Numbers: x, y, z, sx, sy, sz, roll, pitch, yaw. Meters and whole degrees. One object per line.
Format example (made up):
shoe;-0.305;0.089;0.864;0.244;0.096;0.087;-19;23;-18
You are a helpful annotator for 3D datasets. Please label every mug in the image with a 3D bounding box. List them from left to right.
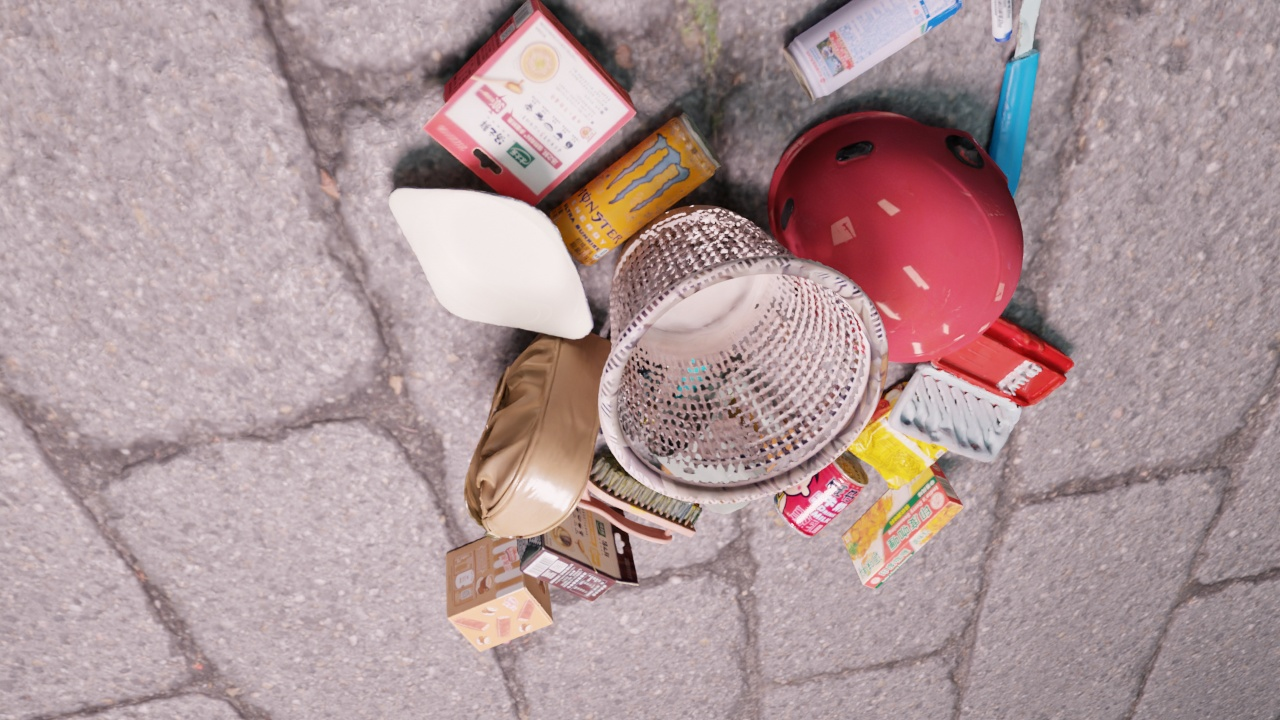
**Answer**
mug;0.084;0.082;0.941;0.124;0.084;0.103;-45;117;-5

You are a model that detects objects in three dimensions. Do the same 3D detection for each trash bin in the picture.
trash bin;0.063;-0.026;0.768;0.227;0.192;0.228;-6;125;-9

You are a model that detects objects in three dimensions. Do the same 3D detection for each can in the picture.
can;-0.006;-0.143;0.778;0.146;0.058;0.058;-35;127;15
can;0.207;0.149;1.050;0.066;0.066;0.094;27;118;-29
can;0.183;-0.264;0.728;0.135;0.053;0.053;-31;128;12

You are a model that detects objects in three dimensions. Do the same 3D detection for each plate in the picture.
plate;-0.120;-0.090;0.775;0.164;0.034;0.164;11;145;22

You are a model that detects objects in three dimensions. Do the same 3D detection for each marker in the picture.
marker;0.285;-0.323;0.727;0.017;0.016;0.146;-19;129;3

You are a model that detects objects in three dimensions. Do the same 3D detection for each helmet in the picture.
helmet;0.228;-0.092;0.806;0.240;0.143;0.207;31;124;-26

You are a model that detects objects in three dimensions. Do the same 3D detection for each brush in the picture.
brush;-0.006;0.154;1.009;0.145;0.063;0.073;25;108;-28

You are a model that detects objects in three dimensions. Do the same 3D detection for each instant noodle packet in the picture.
instant noodle packet;0.296;0.087;1.036;0.111;0.044;0.128;-41;128;17

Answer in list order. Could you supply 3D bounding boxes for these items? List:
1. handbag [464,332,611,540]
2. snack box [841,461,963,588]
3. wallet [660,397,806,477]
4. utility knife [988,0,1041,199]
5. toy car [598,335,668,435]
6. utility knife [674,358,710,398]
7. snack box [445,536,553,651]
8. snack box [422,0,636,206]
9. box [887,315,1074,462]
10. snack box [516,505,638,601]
handbag;-0.095;0.059;0.831;0.099;0.204;0.148;27;131;-16
snack box;0.312;0.196;1.104;0.027;0.077;0.156;22;120;-27
wallet;0.109;0.103;1.013;0.119;0.035;0.131;31;116;-29
utility knife;0.331;-0.232;0.807;0.034;0.018;0.208;-9;130;-3
toy car;-0.005;0.005;0.904;0.070;0.042;0.158;12;111;-22
utility knife;0.046;0.039;0.963;0.029;0.013;0.179;5;130;-17
snack box;-0.160;0.257;1.038;0.094;0.092;0.077;-23;129;6
snack box;-0.088;-0.198;0.726;0.127;0.044;0.113;-39;126;16
box;0.364;0.029;0.986;0.200;0.050;0.161;19;113;-36
snack box;-0.072;0.191;0.992;0.125;0.113;0.053;34;115;-31
